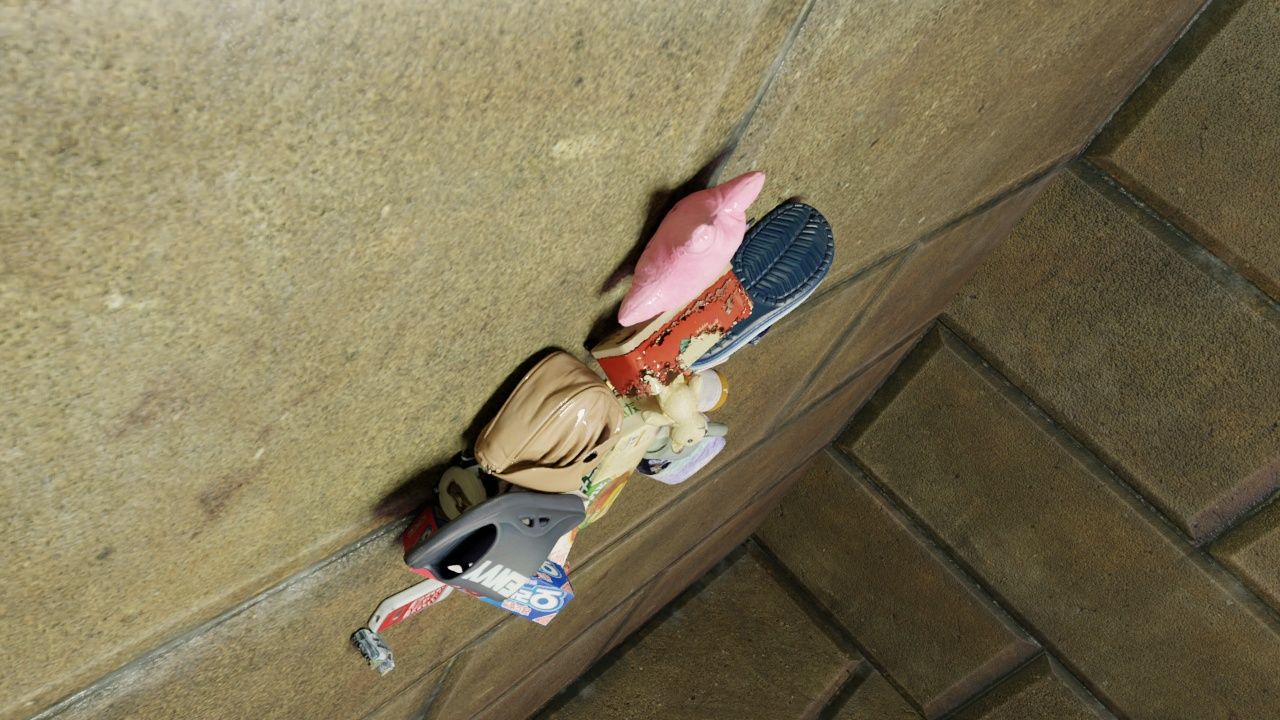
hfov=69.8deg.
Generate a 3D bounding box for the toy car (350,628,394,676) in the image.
[{"bbox_3d":[-0.335,0.368,1.163,0.031,0.049,0.106,-35,161,-20],"label":"toy car"}]

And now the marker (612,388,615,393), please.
[{"bbox_3d":[-0.007,0.007,1.132,0.124,0.015,0.018,-47,169,18],"label":"marker"}]

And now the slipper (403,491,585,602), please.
[{"bbox_3d":[-0.125,0.192,0.944,0.111,0.083,0.267,-38,161,18],"label":"slipper"}]

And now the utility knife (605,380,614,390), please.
[{"bbox_3d":[-0.018,0.007,1.110,0.152,0.018,0.031,-46,157,20],"label":"utility knife"}]

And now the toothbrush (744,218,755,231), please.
[{"bbox_3d":[0.068,-0.099,1.052,0.189,0.017,0.014,-43,162,-9],"label":"toothbrush"}]

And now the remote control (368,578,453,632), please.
[{"bbox_3d":[-0.287,0.306,1.178,0.135,0.020,0.056,-15,145,-57],"label":"remote control"}]

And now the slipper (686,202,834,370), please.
[{"bbox_3d":[0.134,-0.077,1.100,0.252,0.105,0.095,-43,164,-7],"label":"slipper"}]

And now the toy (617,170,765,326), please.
[{"bbox_3d":[0.049,-0.110,0.894,0.178,0.074,0.195,-49,-179,-41],"label":"toy"}]

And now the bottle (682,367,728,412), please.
[{"bbox_3d":[0.082,0.040,1.313,0.068,0.068,0.189,-48,162,12],"label":"bottle"}]

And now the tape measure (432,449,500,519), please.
[{"bbox_3d":[-0.179,0.137,0.956,0.033,0.066,0.066,-10,143,-54],"label":"tape measure"}]

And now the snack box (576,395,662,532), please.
[{"bbox_3d":[-0.059,0.145,1.247,0.114,0.063,0.241,-26,155,-45],"label":"snack box"}]

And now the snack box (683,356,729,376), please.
[{"bbox_3d":[0.095,-0.038,1.203,0.126,0.044,0.113,-20,150,-52],"label":"snack box"}]

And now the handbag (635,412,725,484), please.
[{"bbox_3d":[0.060,0.140,1.483,0.134,0.075,0.194,-40,161,1],"label":"handbag"}]

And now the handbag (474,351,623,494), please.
[{"bbox_3d":[-0.086,0.078,0.970,0.147,0.100,0.204,-47,163,-4],"label":"handbag"}]

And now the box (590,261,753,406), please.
[{"bbox_3d":[0.041,-0.027,0.979,0.168,0.079,0.091,-41,-164,-26],"label":"box"}]

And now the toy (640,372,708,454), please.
[{"bbox_3d":[0.048,0.045,1.154,0.104,0.066,0.157,-43,134,-32],"label":"toy"}]

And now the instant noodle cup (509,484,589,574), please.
[{"bbox_3d":[-0.135,0.212,1.168,0.124,0.117,0.116,-62,158,15],"label":"instant noodle cup"}]

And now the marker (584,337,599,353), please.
[{"bbox_3d":[-0.039,-0.005,1.032,0.018,0.015,0.124,-46,160,0],"label":"marker"}]

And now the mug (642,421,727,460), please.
[{"bbox_3d":[0.051,0.100,1.313,0.124,0.083,0.103,-6,172,22],"label":"mug"}]

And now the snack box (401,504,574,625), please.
[{"bbox_3d":[-0.168,0.234,1.041,0.058,0.057,0.207,-48,127,9],"label":"snack box"}]
